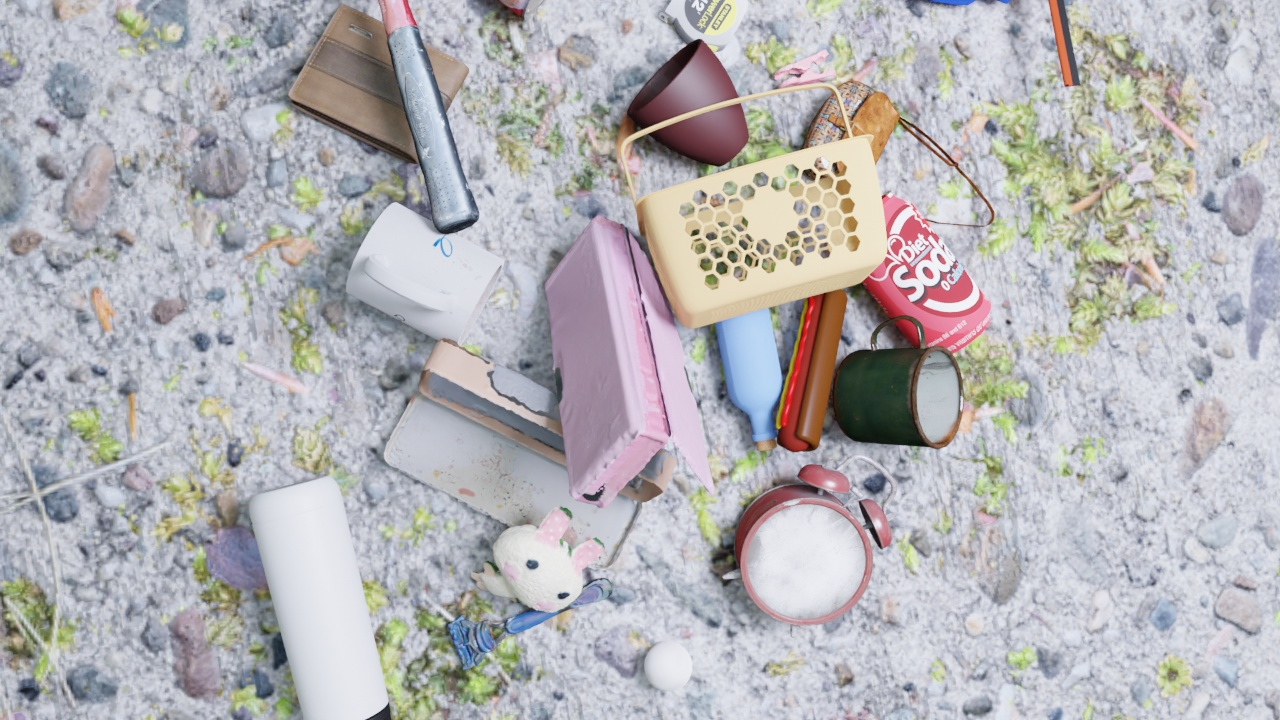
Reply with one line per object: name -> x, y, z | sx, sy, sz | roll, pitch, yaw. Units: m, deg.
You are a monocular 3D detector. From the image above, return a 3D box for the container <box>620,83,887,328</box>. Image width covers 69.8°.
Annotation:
container -> 0.088, -0.128, 0.725 | 0.183, 0.129, 0.167 | -15, 84, 1

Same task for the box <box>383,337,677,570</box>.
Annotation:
box -> -0.092, 0.082, 0.744 | 0.217, 0.115, 0.095 | 27, 63, -6

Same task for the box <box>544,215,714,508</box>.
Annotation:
box -> 0.000, 0.004, 0.710 | 0.106, 0.232, 0.100 | 21, 127, -30

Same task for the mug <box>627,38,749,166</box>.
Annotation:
mug -> 0.054, -0.220, 0.793 | 0.088, 0.087, 0.113 | 42, 50, -20

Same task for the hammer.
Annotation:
hammer -> -0.196, -0.255, 0.727 | 0.141, 0.036, 0.326 | -20, 84, 21

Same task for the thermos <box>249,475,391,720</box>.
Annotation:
thermos -> -0.263, 0.213, 0.723 | 0.101, 0.068, 0.230 | -14, 90, 4

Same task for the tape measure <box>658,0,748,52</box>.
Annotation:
tape measure -> 0.058, -0.312, 0.821 | 0.065, 0.017, 0.064 | 33, 83, -5

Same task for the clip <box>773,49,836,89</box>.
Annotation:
clip -> 0.148, -0.265, 0.830 | 0.060, 0.023, 0.044 | 0, 82, -10

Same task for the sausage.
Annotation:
sausage -> 0.146, 0.006, 0.786 | 0.040, 0.040, 0.155 | 18, 69, -7

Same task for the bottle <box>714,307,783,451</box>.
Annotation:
bottle -> 0.097, 0.013, 0.792 | 0.048, 0.048, 0.131 | -11, 88, -9

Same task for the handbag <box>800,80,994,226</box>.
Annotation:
handbag -> 0.242, -0.172, 0.831 | 0.195, 0.043, 0.093 | 28, 85, -9

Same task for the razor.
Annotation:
razor -> -0.089, 0.214, 0.769 | 0.141, 0.018, 0.044 | -21, 89, -9

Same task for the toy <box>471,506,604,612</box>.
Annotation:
toy -> -0.085, 0.168, 0.743 | 0.112, 0.050, 0.087 | -33, 116, 4

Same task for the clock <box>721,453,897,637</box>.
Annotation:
clock -> 0.150, 0.147, 0.782 | 0.110, 0.062, 0.157 | 41, 96, -4

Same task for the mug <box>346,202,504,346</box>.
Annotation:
mug -> -0.172, -0.064, 0.722 | 0.096, 0.119, 0.083 | 28, 101, -6

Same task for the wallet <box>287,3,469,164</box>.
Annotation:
wallet -> -0.221, -0.233, 0.773 | 0.121, 0.027, 0.098 | 25, 79, -5

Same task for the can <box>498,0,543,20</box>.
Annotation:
can -> -0.128, -0.352, 0.771 | 0.124, 0.067, 0.066 | 36, 82, -5

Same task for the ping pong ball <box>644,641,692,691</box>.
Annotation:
ping pong ball -> 0.023, 0.257, 0.771 | 0.040, 0.040, 0.040 | 1, 86, -8

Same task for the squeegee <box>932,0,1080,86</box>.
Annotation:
squeegee -> 0.287, -0.354, 0.838 | 0.184, 0.055, 0.249 | 4, 69, -8

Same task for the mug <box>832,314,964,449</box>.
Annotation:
mug -> 0.215, 0.017, 0.777 | 0.084, 0.081, 0.111 | -15, 100, -44

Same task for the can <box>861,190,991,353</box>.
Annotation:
can -> 0.239, -0.074, 0.804 | 0.074, 0.074, 0.142 | -40, 93, -9
